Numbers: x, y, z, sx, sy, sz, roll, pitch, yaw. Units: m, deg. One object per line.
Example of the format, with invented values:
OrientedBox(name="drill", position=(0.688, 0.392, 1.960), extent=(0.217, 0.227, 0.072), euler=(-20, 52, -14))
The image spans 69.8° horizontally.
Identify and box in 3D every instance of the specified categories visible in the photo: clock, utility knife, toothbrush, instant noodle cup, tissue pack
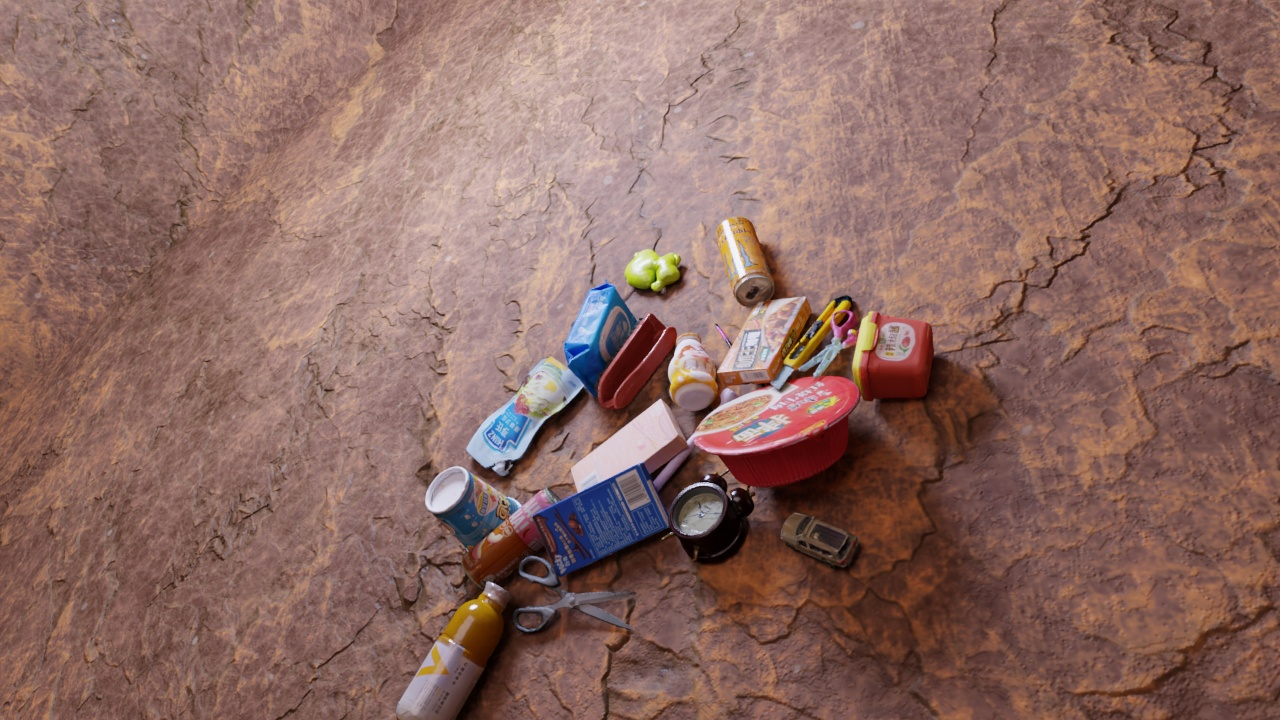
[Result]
OrientedBox(name="clock", position=(0.084, 0.176, 1.058), extent=(0.121, 0.055, 0.082), euler=(-49, 41, -14))
OrientedBox(name="utility knife", position=(0.213, -0.026, 1.140), extent=(0.033, 0.015, 0.192), euler=(-2, 36, 47))
OrientedBox(name="toothbrush", position=(0.133, 0.004, 1.213), extent=(0.018, 0.014, 0.189), euler=(-45, 38, 12))
OrientedBox(name="instant noodle cup", position=(-0.227, 0.199, 1.231), extent=(0.099, 0.110, 0.099), euler=(-21, 42, 21))
OrientedBox(name="tissue pack", position=(-0.055, -0.031, 1.325), extent=(0.052, 0.095, 0.156), euler=(2, 55, 31))
OrientedBox(name="toothbrush", position=(0.059, 0.113, 1.164), extent=(0.029, 0.021, 0.189), euler=(39, 81, 17))
OrientedBox(name="instant noodle cup", position=(0.160, 0.085, 1.037), extent=(0.194, 0.066, 0.193), euler=(-19, 16, 5))

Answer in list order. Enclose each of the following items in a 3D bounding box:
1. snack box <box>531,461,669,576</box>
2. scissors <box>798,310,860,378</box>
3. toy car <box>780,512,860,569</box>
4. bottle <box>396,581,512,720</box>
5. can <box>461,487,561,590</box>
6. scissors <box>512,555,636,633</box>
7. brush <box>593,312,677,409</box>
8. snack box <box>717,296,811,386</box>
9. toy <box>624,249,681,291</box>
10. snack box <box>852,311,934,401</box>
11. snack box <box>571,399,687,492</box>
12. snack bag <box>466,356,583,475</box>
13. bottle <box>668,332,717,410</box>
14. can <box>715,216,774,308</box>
OrientedBox(name="snack box", position=(-0.048, 0.195, 1.125), extent=(0.157, 0.026, 0.084), euler=(-27, 83, 14))
OrientedBox(name="scissors", position=(0.231, -0.023, 1.115), extent=(0.137, 0.017, 0.077), euler=(-30, 54, -26))
OrientedBox(name="toy car", position=(0.189, 0.189, 0.983), extent=(0.090, 0.035, 0.042), euler=(16, 63, 47))
OrientedBox(name="bottle", position=(-0.219, 0.359, 1.109), extent=(0.068, 0.068, 0.189), euler=(9, 59, 42))
OrientedBox(name="can", position=(-0.160, 0.232, 1.189), extent=(0.147, 0.058, 0.058), euler=(-40, 40, -1))
OrientedBox(name="scissors", position=(-0.088, 0.286, 1.099), extent=(0.159, 0.014, 0.170), euler=(-45, 59, 14))
OrientedBox(name="brush", position=(-0.008, 0.007, 1.277), extent=(0.145, 0.063, 0.069), euler=(-53, 29, -14))
OrientedBox(name="snack box", position=(0.161, -0.026, 1.181), extent=(0.075, 0.026, 0.153), euler=(-5, 36, 36))
OrientedBox(name="toy", position=(0.016, -0.139, 1.419), extent=(0.100, 0.031, 0.096), euler=(-16, 47, 25))
OrientedBox(name="snack box", position=(0.292, -0.002, 1.053), extent=(0.080, 0.082, 0.091), euler=(4, 56, 23))
OrientedBox(name="snack box", position=(-0.017, 0.125, 1.188), extent=(0.157, 0.026, 0.084), euler=(-37, 34, 9))
OrientedBox(name="snack bag", position=(-0.172, 0.082, 1.355), extent=(0.191, 0.039, 0.110), euler=(-48, 52, -9))
OrientedBox(name="bottle", position=(0.068, 0.013, 1.214), extent=(0.063, 0.063, 0.108), euler=(-22, 43, 19))
OrientedBox(name="can", position=(0.147, -0.141, 1.300), extent=(0.058, 0.058, 0.145), euler=(-26, 42, 15))
